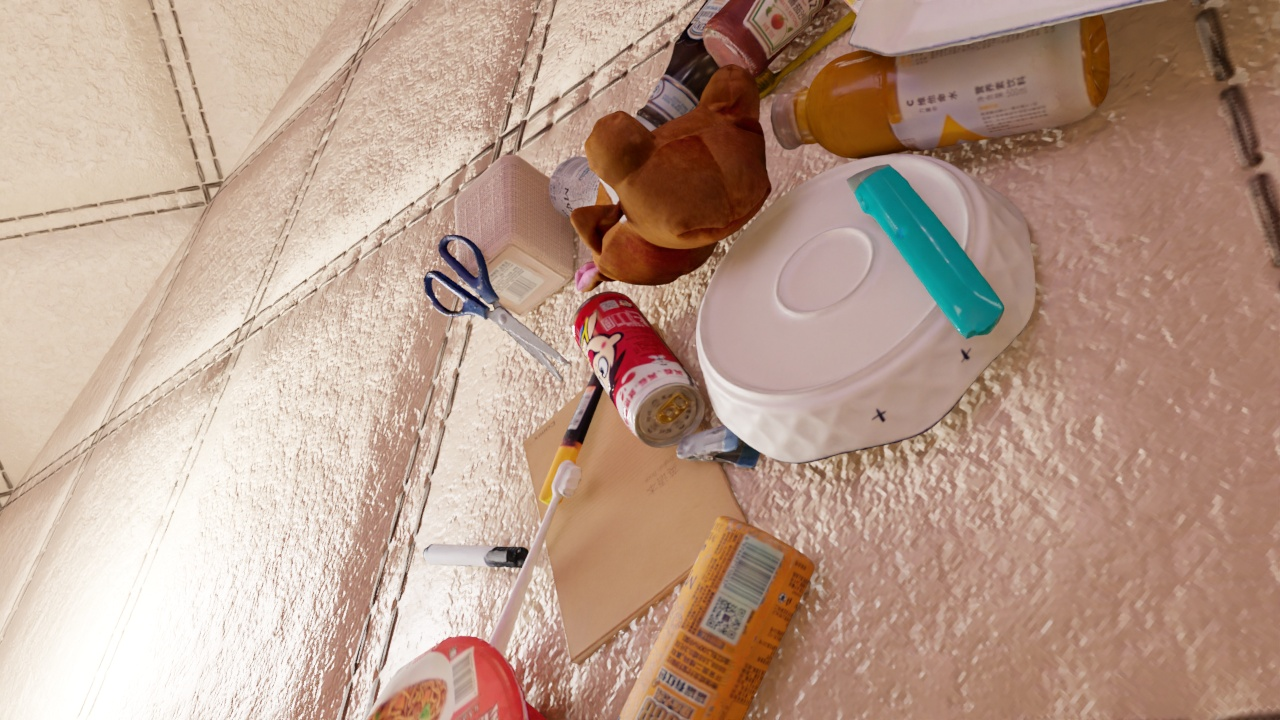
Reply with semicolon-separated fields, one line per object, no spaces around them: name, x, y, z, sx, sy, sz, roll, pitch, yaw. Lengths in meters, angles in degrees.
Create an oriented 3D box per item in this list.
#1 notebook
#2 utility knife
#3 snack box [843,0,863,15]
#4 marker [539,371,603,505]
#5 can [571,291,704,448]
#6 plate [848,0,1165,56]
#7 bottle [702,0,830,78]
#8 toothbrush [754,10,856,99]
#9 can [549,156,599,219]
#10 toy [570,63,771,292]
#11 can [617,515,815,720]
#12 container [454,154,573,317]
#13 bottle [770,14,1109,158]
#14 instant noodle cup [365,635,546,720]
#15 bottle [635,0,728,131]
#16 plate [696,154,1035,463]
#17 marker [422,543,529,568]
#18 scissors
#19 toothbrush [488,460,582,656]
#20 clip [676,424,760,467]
notebook;-0.014;0.082;0.640;0.150;0.012;0.211;-43;37;17
utility knife;0.143;-0.061;0.471;0.029;0.012;0.151;-37;39;18
snack box;0.194;-0.241;0.617;0.077;0.027;0.155;-41;44;21
marker;-0.045;0.051;0.680;0.018;0.015;0.123;-5;55;45
can;-0.004;0.004;0.636;0.053;0.053;0.132;-49;36;11
plate;0.236;-0.218;0.471;0.266;0.034;0.161;-1;35;37
bottle;0.136;-0.308;0.716;0.206;0.060;0.060;-46;35;-2
toothbrush;0.158;-0.263;0.699;0.191;0.016;0.015;-33;40;30
can;-0.023;-0.140;0.783;0.058;0.058;0.147;-59;35;-3
toy;0.012;-0.113;0.627;0.140;0.200;0.130;-24;78;-12
can;0.035;0.157;0.478;0.058;0.058;0.146;16;76;54
container;-0.117;-0.112;0.851;0.090;0.090;0.110;-34;43;29
bottle;0.167;-0.158;0.539;0.190;0.068;0.067;-2;61;39
instant noodle cup;-0.111;0.271;0.560;0.194;0.066;0.193;-30;44;33
bottle;0.057;-0.268;0.803;0.195;0.044;0.080;-53;34;6
plate;0.115;-0.039;0.529;0.205;0.045;0.204;-27;40;25
marker;-0.132;0.152;0.717;0.131;0.022;0.018;-11;62;45
scissors;-0.128;-0.033;0.790;0.125;0.012;0.173;-30;82;33
toothbrush;-0.080;0.155;0.638;0.016;0.016;0.180;20;87;54
clip;0.046;0.052;0.573;0.058;0.045;0.027;-12;52;43
